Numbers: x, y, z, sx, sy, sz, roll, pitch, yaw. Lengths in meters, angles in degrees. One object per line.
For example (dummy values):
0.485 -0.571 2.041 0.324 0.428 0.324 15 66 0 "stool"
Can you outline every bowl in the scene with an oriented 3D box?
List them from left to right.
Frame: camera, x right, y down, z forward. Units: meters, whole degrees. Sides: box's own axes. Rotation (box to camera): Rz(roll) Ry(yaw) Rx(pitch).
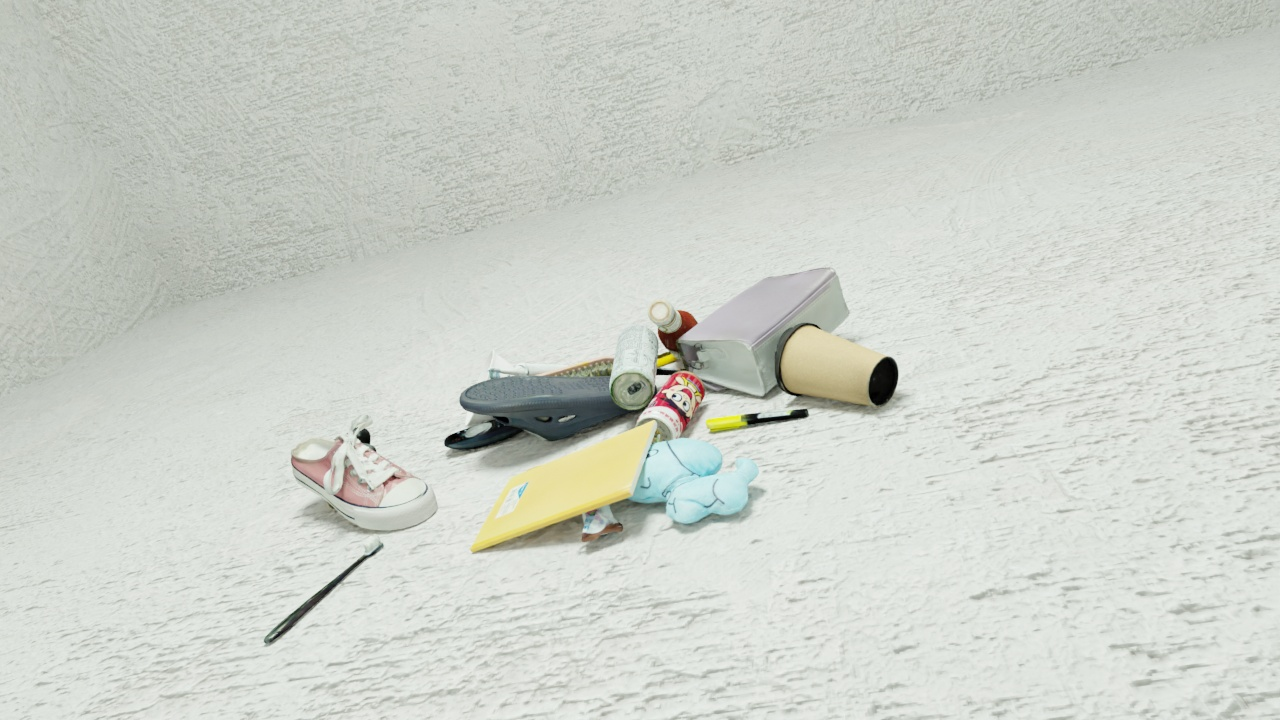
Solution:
-0.207 0.050 1.345 0.064 0.118 0.118 21 13 -14 "bowl"

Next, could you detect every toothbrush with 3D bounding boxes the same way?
-0.343 0.247 1.001 0.016 0.018 0.180 -2 25 28 "toothbrush"
-0.159 0.018 1.339 0.027 0.026 0.220 -15 -7 23 "toothbrush"

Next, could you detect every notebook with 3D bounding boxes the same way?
-0.083 0.138 1.019 0.207 0.010 0.145 -23 19 22 "notebook"

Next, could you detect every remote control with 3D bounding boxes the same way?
-0.207 0.101 1.287 0.136 0.024 0.053 -18 20 -1 "remote control"

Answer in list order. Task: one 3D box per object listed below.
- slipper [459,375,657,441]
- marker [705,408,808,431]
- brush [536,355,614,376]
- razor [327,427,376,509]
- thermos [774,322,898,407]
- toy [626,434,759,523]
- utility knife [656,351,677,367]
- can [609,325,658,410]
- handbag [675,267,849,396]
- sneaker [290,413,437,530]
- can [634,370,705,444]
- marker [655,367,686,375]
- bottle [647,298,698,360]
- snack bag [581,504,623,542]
-0.105 0.069 1.225 0.267 0.083 0.111 -3 14 -22 "slipper"
0.140 0.071 1.103 0.124 0.015 0.018 -8 21 14 "marker"
-0.087 0.032 1.322 0.145 0.063 0.073 -18 19 -8 "brush"
-0.406 0.151 1.268 0.067 0.062 0.167 11 21 -12 "razor"
0.231 0.009 1.097 0.092 0.093 0.143 -29 29 -33 "thermos"
0.044 0.123 0.976 0.161 0.050 0.156 -18 27 8 "toy"
0.001 0.007 1.392 0.177 0.015 0.033 -19 22 -9 "utility knife"
-0.007 0.007 1.211 0.058 0.058 0.146 -13 24 9 "can"
0.167 -0.041 1.243 0.196 0.098 0.145 -37 30 -31 "handbag"
-0.357 0.136 1.153 0.241 0.088 0.118 18 36 31 "sneaker"
0.037 0.063 1.145 0.053 0.053 0.132 -7 21 25 "can"
0.023 0.017 1.291 0.123 0.015 0.018 1 12 -19 "marker"
0.050 -0.044 1.286 0.060 0.059 0.206 -12 -14 12 "bottle"
-0.047 0.163 0.975 0.045 0.026 0.105 -15 21 -6 "snack bag"
